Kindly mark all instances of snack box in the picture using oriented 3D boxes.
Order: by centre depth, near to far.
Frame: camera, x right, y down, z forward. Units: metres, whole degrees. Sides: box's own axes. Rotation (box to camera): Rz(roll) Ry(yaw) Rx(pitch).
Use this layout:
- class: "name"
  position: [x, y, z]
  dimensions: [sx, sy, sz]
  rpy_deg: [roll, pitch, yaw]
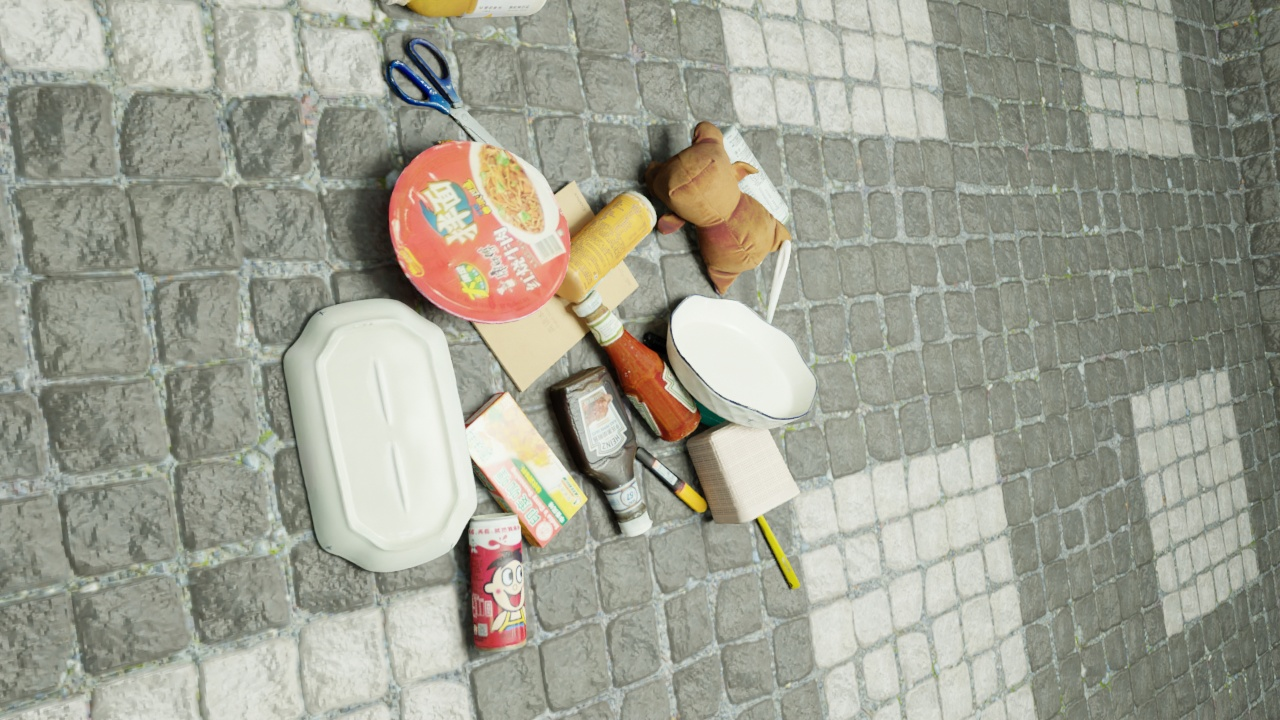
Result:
- class: "snack box"
  position: [-0.129, 0.117, 0.982]
  dimensions: [0.076, 0.027, 0.156]
  rpy_deg: [-45, 111, -30]

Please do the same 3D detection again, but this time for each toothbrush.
- class: "toothbrush"
  position: [0.173, -0.070, 1.190]
  dimensions: [0.016, 0.016, 0.180]
  rpy_deg: [-18, 126, -46]
- class: "toothbrush"
  position: [0.161, 0.222, 1.197]
  dimensions: [0.016, 0.016, 0.190]
  rpy_deg: [-37, 107, -29]

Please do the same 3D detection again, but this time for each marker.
- class: "marker"
  position: [0.036, 0.145, 1.113]
  dimensions: [0.124, 0.015, 0.018]
  rpy_deg: [43, 65, -22]
- class: "marker"
  position: [0.057, -0.004, 1.145]
  dimensions: [0.130, 0.018, 0.022]
  rpy_deg: [25, 78, -32]

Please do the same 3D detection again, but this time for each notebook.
- class: "notebook"
  position: [-0.105, -0.087, 1.036]
  dimensions: [0.210, 0.012, 0.149]
  rpy_deg: [-44, 111, -31]

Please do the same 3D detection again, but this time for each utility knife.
- class: "utility knife"
  position: [0.109, 0.079, 1.178]
  dimensions: [0.151, 0.013, 0.029]
  rpy_deg: [25, 68, -30]

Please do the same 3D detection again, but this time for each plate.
- class: "plate"
  position: [-0.243, 0.070, 0.880]
  dimensions: [0.161, 0.034, 0.265]
  rpy_deg: [-10, 90, -28]
- class: "plate"
  position: [0.118, 0.004, 1.114]
  dimensions: [0.204, 0.046, 0.204]
  rpy_deg: [20, 38, -16]

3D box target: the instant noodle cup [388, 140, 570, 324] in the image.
- class: "instant noodle cup"
  position: [-0.170, -0.124, 0.944]
  dimensions: [0.193, 0.066, 0.193]
  rpy_deg: [8, 73, -28]

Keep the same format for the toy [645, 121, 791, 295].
- class: "toy"
  position: [0.095, -0.187, 1.146]
  dimensions: [0.199, 0.140, 0.130]
  rpy_deg: [47, 18, -25]

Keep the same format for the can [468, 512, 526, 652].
- class: "can"
  position: [-0.146, 0.225, 0.938]
  dimensions: [0.053, 0.053, 0.132]
  rpy_deg: [-1, 85, -37]

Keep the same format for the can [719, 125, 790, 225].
- class: "can"
  position: [0.137, -0.234, 1.207]
  dimensions: [0.147, 0.058, 0.058]
  rpy_deg: [52, 58, -21]

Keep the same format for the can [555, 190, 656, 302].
- class: "can"
  position: [-0.045, -0.130, 1.041]
  dimensions: [0.145, 0.058, 0.058]
  rpy_deg: [-48, 113, -30]

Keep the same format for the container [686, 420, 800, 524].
- class: "container"
  position: [0.120, 0.131, 1.122]
  dimensions: [0.090, 0.090, 0.111]
  rpy_deg: [-23, 89, -23]

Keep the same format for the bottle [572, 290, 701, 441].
- class: "bottle"
  position: [-0.006, 0.006, 1.068]
  dimensions: [0.206, 0.060, 0.059]
  rpy_deg: [52, 58, -21]

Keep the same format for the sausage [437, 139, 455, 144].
- class: "sausage"
  position: [-0.149, -0.192, 0.999]
  dimensions: [0.165, 0.021, 0.021]
  rpy_deg: [32, 66, -23]

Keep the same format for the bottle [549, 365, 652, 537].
- class: "bottle"
  position: [-0.038, 0.107, 1.043]
  dimensions: [0.079, 0.044, 0.195]
  rpy_deg: [-28, 102, -35]

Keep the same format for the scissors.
- class: "scissors"
  position: [-0.203, -0.260, 0.983]
  dimensions: [0.124, 0.012, 0.174]
  rpy_deg: [-30, 104, -37]

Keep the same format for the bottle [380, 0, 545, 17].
- class: "bottle"
  position: [-0.187, -0.400, 0.975]
  dimensions: [0.189, 0.068, 0.068]
  rpy_deg: [-19, 96, -37]
